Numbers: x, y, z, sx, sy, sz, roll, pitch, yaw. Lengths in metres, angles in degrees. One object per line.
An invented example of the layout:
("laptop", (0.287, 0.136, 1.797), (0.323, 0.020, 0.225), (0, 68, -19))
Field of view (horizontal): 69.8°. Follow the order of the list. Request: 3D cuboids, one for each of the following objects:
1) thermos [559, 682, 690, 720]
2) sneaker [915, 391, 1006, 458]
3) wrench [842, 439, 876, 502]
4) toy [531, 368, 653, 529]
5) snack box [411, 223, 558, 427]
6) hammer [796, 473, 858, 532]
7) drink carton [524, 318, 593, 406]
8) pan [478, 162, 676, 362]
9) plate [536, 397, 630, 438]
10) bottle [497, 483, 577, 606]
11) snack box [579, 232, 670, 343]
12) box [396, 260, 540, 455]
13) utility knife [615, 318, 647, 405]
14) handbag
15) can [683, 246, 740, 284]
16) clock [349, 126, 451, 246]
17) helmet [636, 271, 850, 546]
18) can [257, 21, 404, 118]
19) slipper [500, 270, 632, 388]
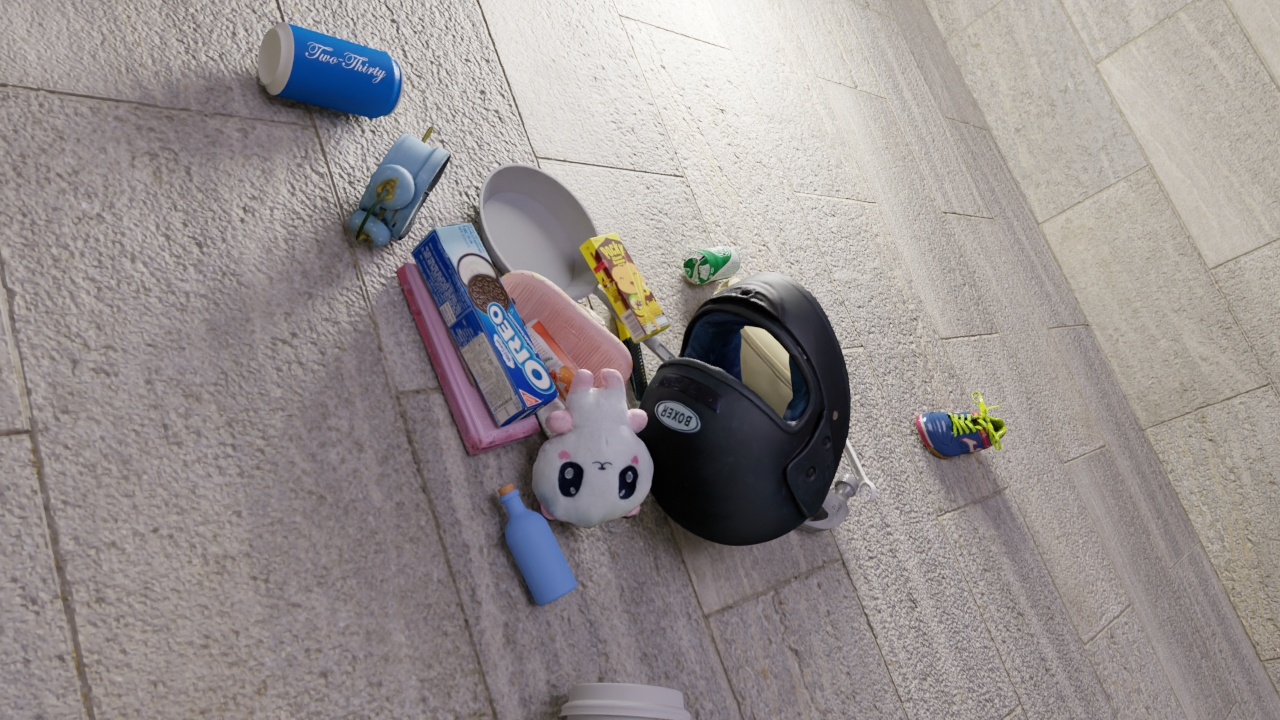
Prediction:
("thermos", (-0.019, 0.431, 0.877), (0.131, 0.132, 0.221), (23, 58, -35))
("sneaker", (0.614, 0.123, 1.745), (0.241, 0.091, 0.116), (7, 63, -43))
("wrench", (0.305, 0.105, 1.427), (0.009, 0.047, 0.273), (4, 45, -25))
("toy", (-0.052, 0.098, 1.034), (0.138, 0.101, 0.179), (3, 97, -15))
("snack box", (-0.173, -0.041, 1.014), (0.059, 0.060, 0.226), (-18, 78, -50))
("hammer", (0.197, 0.124, 1.353), (0.312, 0.035, 0.139), (48, 50, -9))
("drink carton", (-0.098, 0.011, 1.073), (0.122, 0.069, 0.038), (51, 46, -13))
("pan", (-0.079, -0.108, 1.212), (0.356, 0.051, 0.200), (48, 40, -14))
("plate", (-0.070, 0.065, 1.138), (0.157, 0.014, 0.156), (25, 50, -34))
("bottle", (-0.117, 0.193, 0.980), (0.047, 0.048, 0.131), (-20, 81, -50))
("snack box", (-0.020, -0.097, 1.214), (0.061, 0.026, 0.149), (-25, 83, -52))
("box", (-0.197, -0.010, 1.043), (0.098, 0.037, 0.232), (-16, 77, -44))
("utility knife", (-0.007, 0.007, 1.236), (0.028, 0.020, 0.213), (9, 58, -39))
("handbag", (0.187, -0.005, 1.345), (0.233, 0.089, 0.190), (37, 38, -9))
("can", (0.111, -0.149, 1.433), (0.100, 0.053, 0.053), (-17, 78, -49))
("clock", (-0.268, -0.186, 1.019), (0.060, 0.118, 0.161), (32, 39, -13))
("helmet", (0.112, 0.077, 1.107), (0.235, 0.249, 0.317), (-31, 128, -34))
("can", (-0.353, -0.329, 1.051), (0.145, 0.079, 0.079), (2, 64, -45))
("slipper", (-0.091, -0.042, 1.117), (0.197, 0.093, 0.081), (36, 26, -4))
